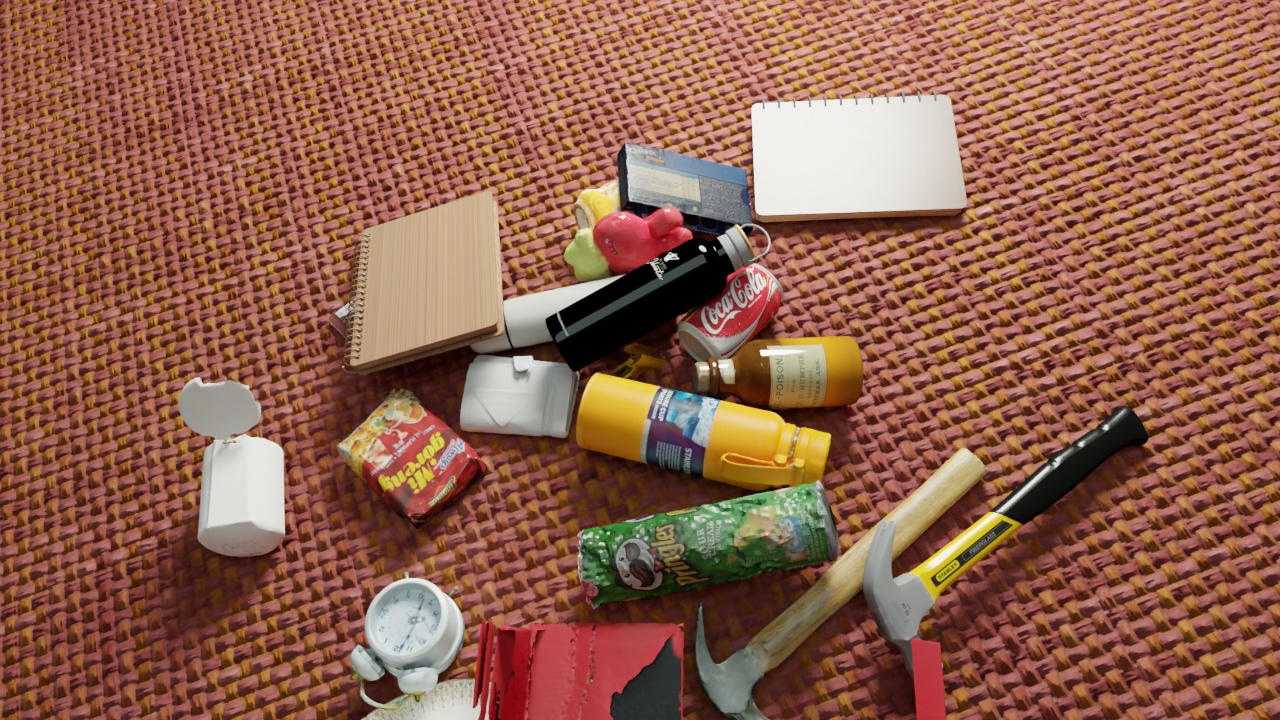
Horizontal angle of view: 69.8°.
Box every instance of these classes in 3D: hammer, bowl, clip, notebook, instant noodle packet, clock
[{"bbox_3d":[0.331,0.138,0.818,0.323,0.029,0.127,-33,90,-15],"label":"hammer"},{"bbox_3d":[-0.171,0.328,0.757,0.145,0.145,0.063,-13,100,-1],"label":"bowl"},{"bbox_3d":[-0.006,0.002,0.935,0.050,0.053,0.044,-11,79,29],"label":"clip"},{"bbox_3d":[0.185,0.191,0.823,0.330,0.033,0.132,-38,64,-14],"label":"hammer"},{"bbox_3d":[-0.232,-0.087,0.980,0.169,0.022,0.210,-16,49,6],"label":"notebook"},{"bbox_3d":[-0.230,0.095,0.914,0.135,0.040,0.098,38,66,23],"label":"instant noodle packet"},{"bbox_3d":[0.240,-0.232,1.034,0.225,0.024,0.167,-1,64,5],"label":"notebook"},{"bbox_3d":[-0.208,0.252,0.818,0.083,0.057,0.117,12,59,12],"label":"clock"}]

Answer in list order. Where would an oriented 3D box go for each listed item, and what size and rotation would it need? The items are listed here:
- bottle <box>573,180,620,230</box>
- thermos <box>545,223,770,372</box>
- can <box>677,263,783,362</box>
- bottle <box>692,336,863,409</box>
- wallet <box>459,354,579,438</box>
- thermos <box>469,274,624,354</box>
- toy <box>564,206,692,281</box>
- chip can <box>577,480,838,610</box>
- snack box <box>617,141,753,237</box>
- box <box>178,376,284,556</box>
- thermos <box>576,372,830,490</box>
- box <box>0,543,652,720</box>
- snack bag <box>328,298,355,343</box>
[{"bbox_3d":[-0.016,-0.168,1.010,0.109,0.063,0.063,-21,62,-19],"label":"bottle"},{"bbox_3d":[0.022,-0.070,0.902,0.231,0.061,0.061,-28,63,3],"label":"thermos"},{"bbox_3d":[0.092,-0.046,0.933,0.064,0.064,0.104,40,74,22],"label":"can"},{"bbox_3d":[0.129,0.013,0.886,0.157,0.068,0.067,-3,63,-4],"label":"bottle"},{"bbox_3d":[-0.123,0.036,0.935,0.116,0.032,0.086,1,66,7],"label":"wallet"},{"bbox_3d":[-0.071,-0.052,0.961,0.224,0.052,0.052,-12,62,0],"label":"thermos"},{"bbox_3d":[-0.013,-0.120,0.967,0.135,0.092,0.045,-16,53,8],"label":"toy"},{"bbox_3d":[0.059,0.162,0.806,0.223,0.075,0.075,-14,62,11],"label":"chip can"},{"bbox_3d":[0.049,-0.184,0.994,0.150,0.027,0.082,9,59,-21],"label":"snack box"},{"bbox_3d":[-0.387,0.102,0.870,0.083,0.143,0.137,-11,60,-3],"label":"box"},{"bbox_3d":[0.057,0.078,0.865,0.233,0.076,0.091,13,50,12],"label":"thermos"},{"bbox_3d":[-0.131,0.255,0.561,0.141,0.510,0.215,-9,65,29],"label":"box"},{"bbox_3d":[-0.271,-0.081,1.021,0.157,0.013,0.057,-42,65,-14],"label":"snack bag"}]
